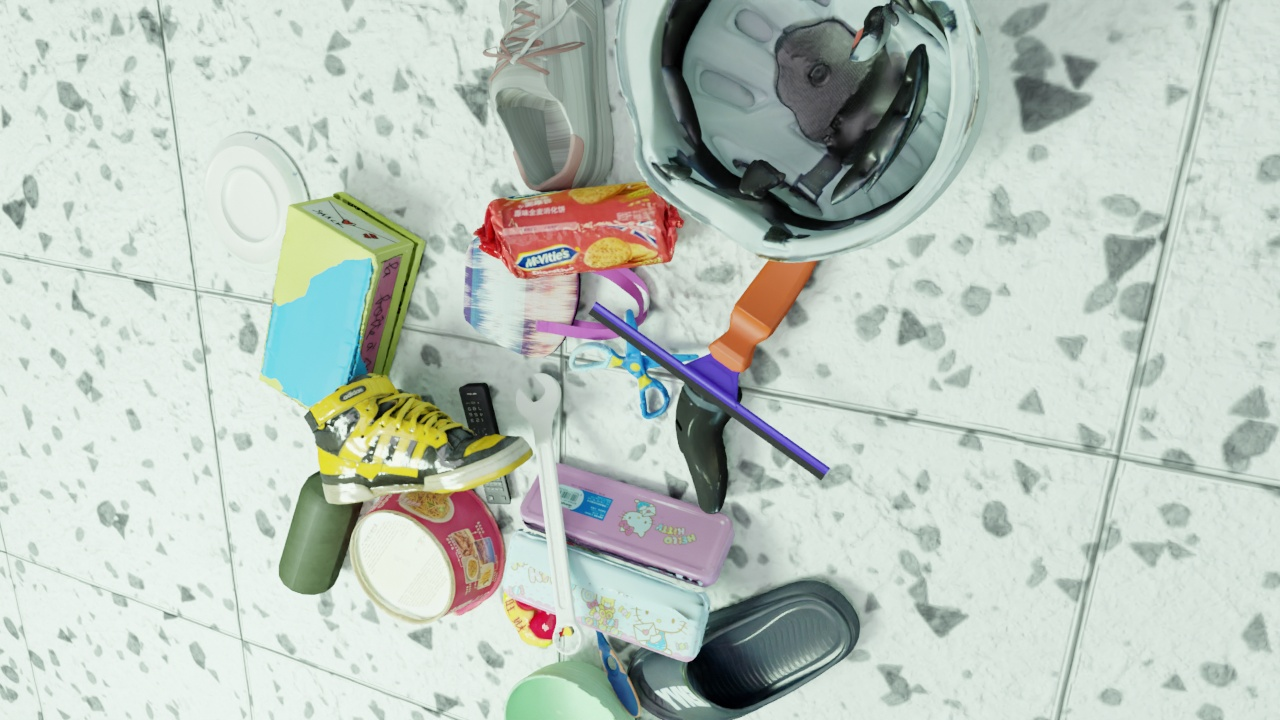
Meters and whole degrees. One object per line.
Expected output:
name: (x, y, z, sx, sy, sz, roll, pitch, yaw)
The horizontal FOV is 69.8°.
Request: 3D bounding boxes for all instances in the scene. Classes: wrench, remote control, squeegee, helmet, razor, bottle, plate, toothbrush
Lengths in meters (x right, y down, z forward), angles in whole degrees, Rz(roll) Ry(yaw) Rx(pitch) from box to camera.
wrench: (-0.086, 0.144, 0.893, 0.047, 0.009, 0.273, -13, 74, 15)
remote control: (-0.162, 0.090, 0.978, 0.032, 0.015, 0.136, -3, 108, 26)
squeegee: (0.105, -0.046, 0.781, 0.249, 0.055, 0.185, 36, 110, 10)
helmet: (0.120, -0.204, 0.663, 0.264, 0.163, 0.237, 41, 115, 15)
razor: (0.067, 0.075, 0.850, 0.063, 0.053, 0.141, -10, 112, -6)
bottle: (-0.367, 0.180, 1.074, 0.071, 0.071, 0.207, 32, 117, 13)
plate: (-0.430, -0.172, 1.018, 0.157, 0.014, 0.157, 8, 111, 23)
toothbrush: (-0.033, 0.310, 0.964, 0.022, 0.017, 0.135, -34, 68, 15)

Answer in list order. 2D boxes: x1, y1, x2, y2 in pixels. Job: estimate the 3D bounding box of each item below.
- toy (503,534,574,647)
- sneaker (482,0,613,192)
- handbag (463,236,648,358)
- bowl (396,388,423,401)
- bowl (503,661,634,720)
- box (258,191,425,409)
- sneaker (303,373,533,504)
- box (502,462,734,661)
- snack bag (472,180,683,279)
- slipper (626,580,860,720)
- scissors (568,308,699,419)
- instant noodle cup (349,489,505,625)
toy: (-0.100, 0.250, 0.975, 0.105, 0.067, 0.138, 46, 122, 30)
sneaker: (-0.087, -0.254, 0.785, 0.099, 0.089, 0.236, -4, 105, 26)
handbag: (-0.075, -0.066, 0.864, 0.170, 0.067, 0.145, 12, 111, 14)
bowl: (-0.256, 0.079, 0.992, 0.110, 0.055, 0.110, 4, 104, 14)
bowl: (-0.067, 0.388, 0.997, 0.151, 0.076, 0.151, 8, 110, 23)
box: (-0.321, -0.050, 0.973, 0.124, 0.081, 0.221, 29, 120, 15)
sneaker: (-0.226, 0.066, 0.904, 0.239, 0.085, 0.122, -11, 105, 20)
box: (-0.026, 0.192, 0.893, 0.214, 0.051, 0.149, 14, 79, 20)
snack bag: (-0.051, -0.111, 0.797, 0.176, 0.082, 0.082, -6, 106, 2)
slipper: (0.090, 0.305, 0.894, 0.269, 0.083, 0.110, -34, 92, 29)
scissors: (-0.008, 0.004, 0.858, 0.130, 0.013, 0.125, 1, 125, 9)
instant noodle cup: (-0.247, 0.216, 1.025, 0.179, 0.077, 0.179, 8, 110, 23)
